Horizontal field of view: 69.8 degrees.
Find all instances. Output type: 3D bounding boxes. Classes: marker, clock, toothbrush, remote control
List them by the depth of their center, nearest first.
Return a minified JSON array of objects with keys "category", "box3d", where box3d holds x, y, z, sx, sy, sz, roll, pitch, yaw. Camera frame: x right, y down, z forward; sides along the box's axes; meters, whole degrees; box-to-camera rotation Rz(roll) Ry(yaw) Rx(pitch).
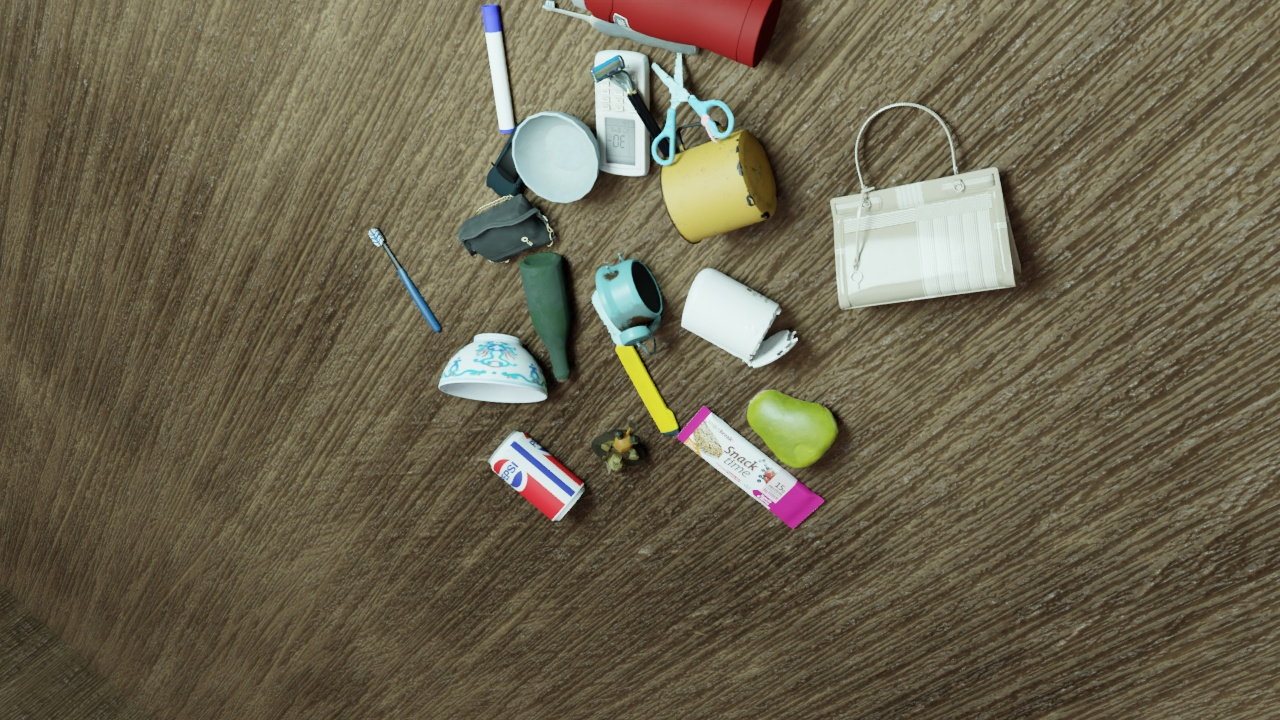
[{"category":"toothbrush","box3d":[-0.023,-0.359,0.985,0.186,0.022,0.024,20,119,17]},{"category":"remote control","box3d":[-0.019,-0.275,1.027,0.060,0.025,0.139,12,122,20]},{"category":"marker","box3d":[-0.165,-0.338,1.068,0.020,0.020,0.142,8,120,22]},{"category":"clock","box3d":[-0.008,-0.065,1.104,0.053,0.089,0.124,-22,105,24]},{"category":"toothbrush","box3d":[-0.327,-0.111,1.281,0.014,0.014,0.168,-24,105,23]}]

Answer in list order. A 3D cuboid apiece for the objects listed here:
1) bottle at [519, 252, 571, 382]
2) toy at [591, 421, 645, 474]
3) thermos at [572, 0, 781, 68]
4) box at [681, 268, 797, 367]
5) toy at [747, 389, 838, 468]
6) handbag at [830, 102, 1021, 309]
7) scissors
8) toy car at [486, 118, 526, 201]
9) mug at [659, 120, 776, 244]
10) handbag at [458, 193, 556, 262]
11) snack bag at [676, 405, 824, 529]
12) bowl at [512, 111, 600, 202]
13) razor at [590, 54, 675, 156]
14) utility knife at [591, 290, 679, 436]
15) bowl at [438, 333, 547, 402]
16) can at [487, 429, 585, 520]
[{"category":"bottle","box3d":[-0.114,-0.051,1.186,0.055,0.055,0.174,5,121,24]},{"category":"toy","box3d":[-0.025,0.114,1.228,0.076,0.062,0.100,20,145,-6]},{"category":"thermos","box3d":[0.038,-0.372,0.912,0.199,0.083,0.108,23,106,11]},{"category":"box","box3d":[0.117,-0.041,1.064,0.143,0.080,0.089,28,110,8]},{"category":"toy","box3d":[0.181,0.077,1.115,0.110,0.051,0.090,36,125,7]},{"category":"handbag","box3d":[0.279,-0.163,0.937,0.176,0.062,0.198,-7,106,29]},{"category":"scissors","box3d":[0.035,-0.262,0.968,0.111,0.015,0.140,-44,57,16]},{"category":"toy car","box3d":[-0.150,-0.240,1.106,0.046,0.034,0.112,41,127,0]},{"category":"mug","box3d":[0.082,-0.197,0.978,0.094,0.100,0.124,-14,103,30]},{"category":"handbag","box3d":[-0.167,-0.156,1.145,0.129,0.054,0.079,-16,140,34]},{"category":"snack bag","box3d":[0.141,0.140,1.191,0.196,0.016,0.070,39,126,0]},{"category":"bowl","box3d":[-0.091,-0.237,1.049,0.106,0.039,0.106,12,126,17]},{"category":"razor","box3d":[0.003,-0.267,0.996,0.043,0.022,0.144,-14,128,37]},{"category":"utility knife","box3d":[-0.007,0.007,1.188,0.031,0.019,0.224,-20,112,27]},{"category":"bowl","box3d":[-0.194,0.007,1.231,0.144,0.144,0.074,-3,76,28]},{"category":"can","box3d":[-0.148,0.165,1.315,0.132,0.070,0.070,40,127,0]}]
